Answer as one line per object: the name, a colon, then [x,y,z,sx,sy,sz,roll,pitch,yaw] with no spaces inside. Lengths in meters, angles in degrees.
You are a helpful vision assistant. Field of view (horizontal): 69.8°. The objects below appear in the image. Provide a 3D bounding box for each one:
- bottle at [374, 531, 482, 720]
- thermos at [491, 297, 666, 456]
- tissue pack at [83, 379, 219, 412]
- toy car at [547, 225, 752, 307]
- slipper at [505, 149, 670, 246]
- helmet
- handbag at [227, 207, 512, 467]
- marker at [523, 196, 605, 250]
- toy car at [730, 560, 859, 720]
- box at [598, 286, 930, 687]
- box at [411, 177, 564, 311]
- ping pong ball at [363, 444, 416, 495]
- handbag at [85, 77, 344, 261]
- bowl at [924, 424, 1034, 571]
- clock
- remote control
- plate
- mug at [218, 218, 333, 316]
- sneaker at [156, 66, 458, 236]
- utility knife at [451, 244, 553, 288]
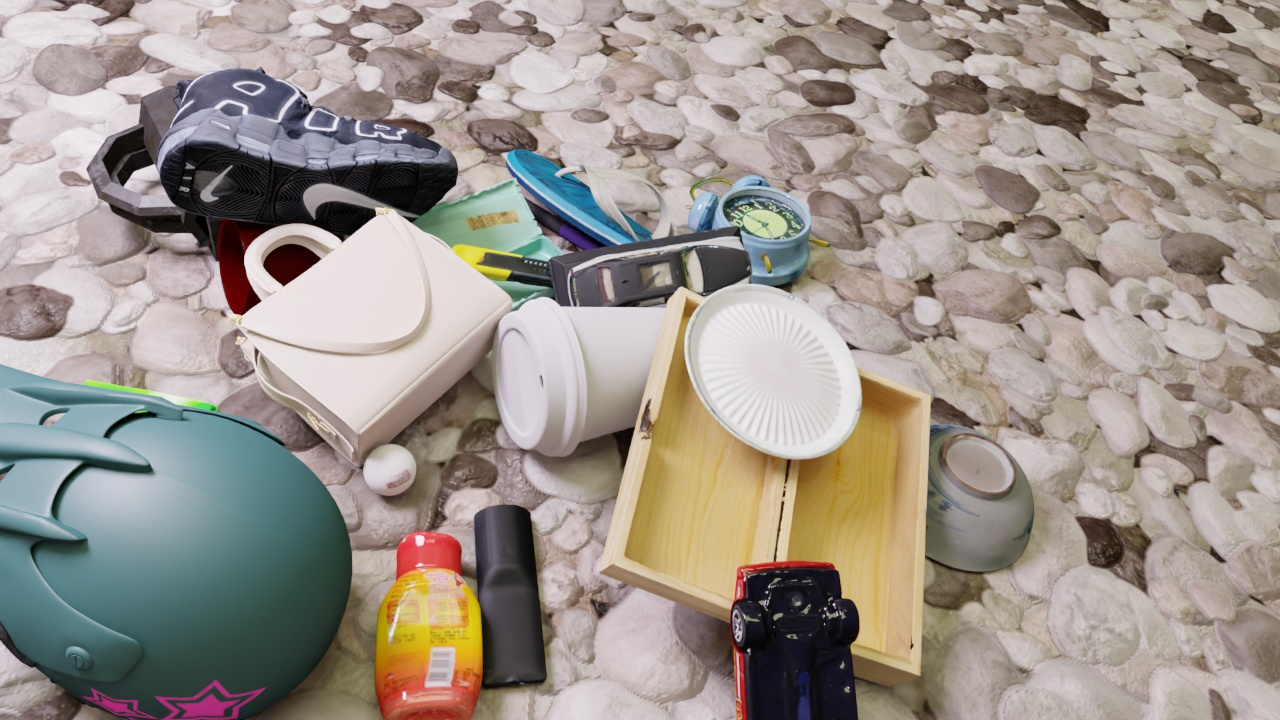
bottle: [-0.147,0.184,0.638,0.071,0.049,0.134,1,48,-13]
thermos: [-0.005,0.005,0.794,0.221,0.132,0.131,-8,50,-30]
tissue pack: [-0.345,0.055,0.670,0.099,0.114,0.034,12,62,-2]
toy car: [0.016,-0.073,0.851,0.191,0.071,0.094,-9,88,-7]
slipper: [-0.021,-0.156,0.950,0.295,0.060,0.118,35,24,15]
helmet: [-0.316,0.109,0.562,0.275,0.201,0.176,17,46,2]
handbag: [-0.239,-0.044,0.762,0.198,0.101,0.194,40,60,6]
marker: [-0.093,-0.148,0.979,0.134,0.015,0.018,33,69,17]
toy car: [0.103,0.230,0.608,0.081,0.056,0.189,0,80,-13]
box: [0.111,0.092,0.718,0.253,0.068,0.246,26,53,-16]
box: [-0.163,-0.092,0.890,0.186,0.052,0.138,-29,73,-34]
ping pong ball: [-0.197,0.086,0.722,0.040,0.040,0.040,7,47,-7]
handbag: [-0.417,-0.191,0.881,0.199,0.103,0.197,-21,56,-29]
bowl: [0.286,0.106,0.807,0.150,0.057,0.150,6,48,-7]
clock: [0.118,-0.147,0.999,0.117,0.060,0.162,-28,55,-31]
remote control: [-0.098,0.171,0.681,0.045,0.021,0.140,-1,50,-13]
plate: [0.105,0.008,0.728,0.157,0.014,0.156,11,58,-19]
mug: [-0.323,-0.100,0.826,0.088,0.087,0.114,-9,92,-38]
sneaker: [-0.295,-0.198,0.814,0.252,0.097,0.150,-2,55,-36]
utility knife: [-0.098,-0.085,0.883,0.172,0.020,0.028,7,65,-23]
